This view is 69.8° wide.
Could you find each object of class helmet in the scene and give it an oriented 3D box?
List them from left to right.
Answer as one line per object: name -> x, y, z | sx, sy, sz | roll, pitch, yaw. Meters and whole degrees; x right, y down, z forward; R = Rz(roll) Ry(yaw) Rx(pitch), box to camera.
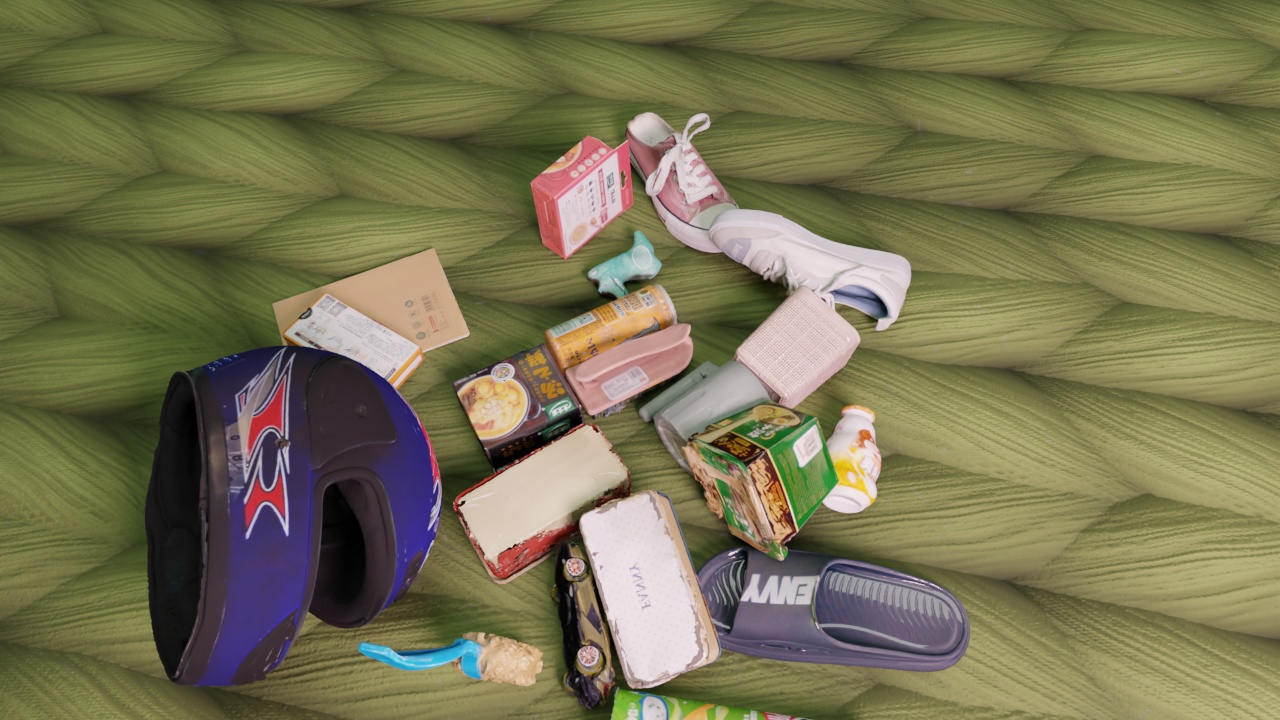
helmet -> -0.304, 0.135, 0.842 | 0.240, 0.248, 0.315 | 8, 42, -36

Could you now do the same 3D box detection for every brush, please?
brush -> -0.156, 0.249, 0.767 | 0.083, 0.254, 0.045 | 5, 74, 19
brush -> -0.006, 0.006, 1.015 | 0.145, 0.073, 0.063 | -24, 58, -15

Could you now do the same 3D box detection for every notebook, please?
notebook -> -0.326, -0.050, 1.104 | 0.207, 0.008, 0.147 | -22, 59, -11

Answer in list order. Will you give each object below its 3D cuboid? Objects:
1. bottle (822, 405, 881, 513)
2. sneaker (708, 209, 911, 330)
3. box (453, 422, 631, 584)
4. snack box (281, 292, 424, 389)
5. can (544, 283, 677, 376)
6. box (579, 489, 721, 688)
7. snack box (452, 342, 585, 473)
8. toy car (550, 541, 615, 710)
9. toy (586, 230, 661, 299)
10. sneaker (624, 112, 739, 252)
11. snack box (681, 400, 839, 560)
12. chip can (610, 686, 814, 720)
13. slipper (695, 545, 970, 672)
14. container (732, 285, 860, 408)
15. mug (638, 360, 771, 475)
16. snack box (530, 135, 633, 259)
bottle -> 0.217, 0.100, 0.948 | 0.063, 0.063, 0.108 | 12, 59, 10
sneaker -> 0.190, -0.099, 1.068 | 0.242, 0.090, 0.090 | 17, 65, 3
box -> -0.096, 0.141, 0.927 | 0.168, 0.080, 0.091 | -30, 60, -15
snack box -> -0.332, -0.017, 1.061 | 0.154, 0.026, 0.075 | 28, 62, 18
can -> -0.034, -0.035, 1.051 | 0.146, 0.058, 0.058 | -24, 59, -13
box -> 0.006, 0.204, 0.855 | 0.090, 0.059, 0.184 | -21, 68, 10
snack box -> -0.128, 0.058, 1.004 | 0.113, 0.053, 0.125 | -25, 54, -13
toy car -> -0.055, 0.245, 0.862 | 0.042, 0.070, 0.158 | -1, 56, -21
toy -> -0.017, -0.105, 1.115 | 0.092, 0.030, 0.096 | -25, 67, -8
sneaker -> 0.051, -0.240, 1.161 | 0.118, 0.088, 0.241 | -25, 62, -13
snack box -> 0.124, 0.103, 0.892 | 0.105, 0.118, 0.118 | -33, 26, -19
chip can -> 0.087, 0.338, 0.795 | 0.236, 0.072, 0.072 | 6, 57, 7
slipper -> 0.178, 0.223, 0.861 | 0.268, 0.083, 0.110 | 7, 56, 6
container -> 0.162, -0.004, 1.000 | 0.110, 0.090, 0.090 | -41, 74, -18
mug -> 0.067, 0.055, 0.985 | 0.103, 0.084, 0.124 | -34, 35, -17
snack box -> -0.070, -0.206, 1.131 | 0.044, 0.113, 0.126 | 36, 65, 24
